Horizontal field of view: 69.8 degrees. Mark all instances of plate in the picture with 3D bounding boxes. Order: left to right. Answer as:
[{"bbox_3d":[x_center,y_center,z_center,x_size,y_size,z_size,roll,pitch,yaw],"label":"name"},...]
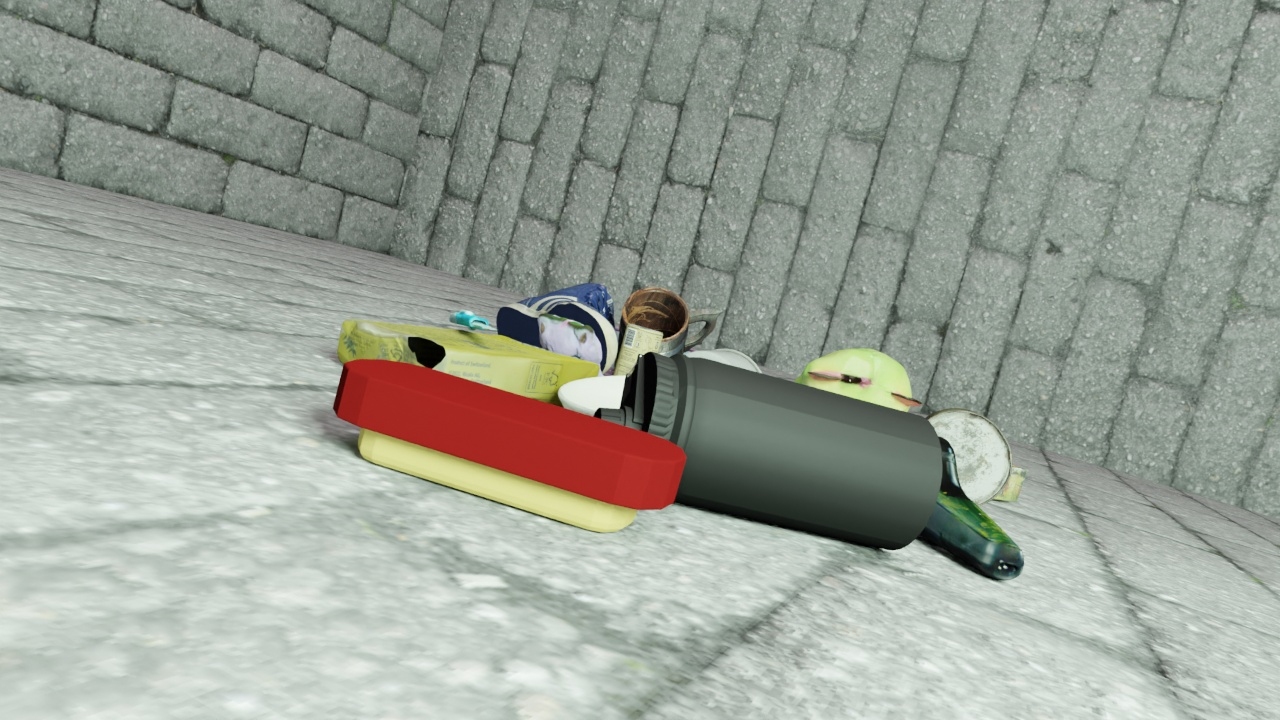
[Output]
[{"bbox_3d":[0.028,0.045,0.691,0.182,0.034,0.182,5,9,-1],"label":"plate"}]

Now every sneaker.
[{"bbox_3d":[-0.053,-0.035,1.019,0.118,0.091,0.233,-16,13,-34],"label":"sneaker"}]

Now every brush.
[{"bbox_3d":[-0.066,0.043,0.456,0.173,0.042,0.082,16,4,6],"label":"brush"}]

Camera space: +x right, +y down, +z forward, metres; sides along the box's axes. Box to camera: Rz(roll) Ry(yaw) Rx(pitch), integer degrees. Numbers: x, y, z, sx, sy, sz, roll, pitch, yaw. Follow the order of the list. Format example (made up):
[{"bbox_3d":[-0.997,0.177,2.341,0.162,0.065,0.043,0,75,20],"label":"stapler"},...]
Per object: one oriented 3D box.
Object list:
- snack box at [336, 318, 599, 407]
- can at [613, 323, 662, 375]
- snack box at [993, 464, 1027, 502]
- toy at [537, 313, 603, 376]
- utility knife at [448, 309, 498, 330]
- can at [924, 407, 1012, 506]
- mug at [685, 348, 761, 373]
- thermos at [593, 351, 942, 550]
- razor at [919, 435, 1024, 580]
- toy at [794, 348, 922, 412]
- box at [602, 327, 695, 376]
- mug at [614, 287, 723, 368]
[{"bbox_3d":[-0.134,0.004,0.722,0.121,0.045,0.180,15,5,35],"label":"snack box"},{"bbox_3d":[-0.006,0.005,0.934,0.038,0.079,0.038,16,4,-1],"label":"can"},{"bbox_3d":[0.322,0.111,1.017,0.146,0.041,0.143,13,5,-37],"label":"snack box"},{"bbox_3d":[-0.065,0.001,0.818,0.080,0.036,0.100,15,-40,26],"label":"toy"},{"bbox_3d":[-0.134,-0.031,0.735,0.022,0.015,0.167,10,1,-17],"label":"utility knife"},{"bbox_3d":[0.298,0.091,0.864,0.090,0.090,0.074,17,4,17],"label":"can"},{"bbox_3d":[0.075,0.042,0.837,0.113,0.084,0.070,50,18,15],"label":"mug"},{"bbox_3d":[0.068,0.051,0.545,0.198,0.086,0.086,15,4,-14],"label":"thermos"},{"bbox_3d":[0.215,0.099,0.630,0.054,0.067,0.151,13,13,-12],"label":"razor"},{"bbox_3d":[0.256,0.036,1.110,0.150,0.107,0.197,14,-23,-1],"label":"toy"},{"bbox_3d":[0.017,0.025,1.138,0.214,0.091,0.090,16,-39,6],"label":"box"},{"bbox_3d":[0.030,-0.025,1.045,0.115,0.080,0.107,-9,-31,-10],"label":"mug"}]
